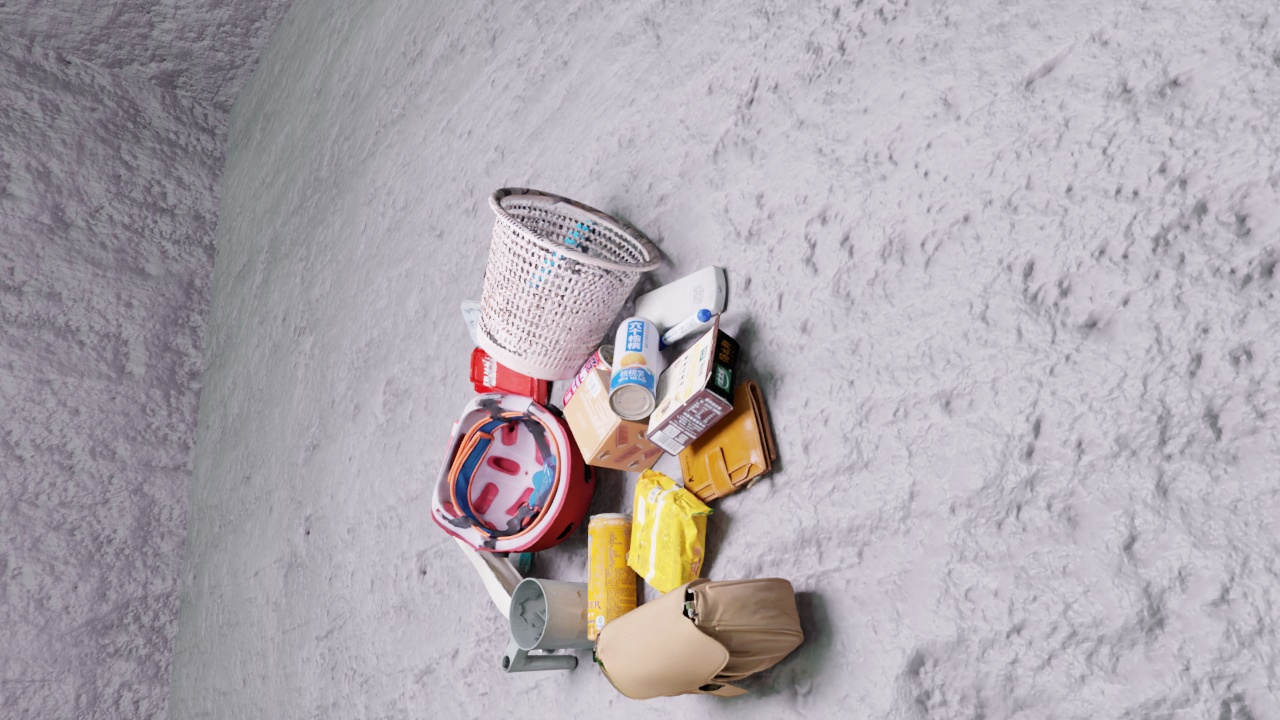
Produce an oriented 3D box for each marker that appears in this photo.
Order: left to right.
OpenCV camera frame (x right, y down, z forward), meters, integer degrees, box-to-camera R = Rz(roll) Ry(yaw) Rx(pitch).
[{"bbox_3d":[0.048,-0.036,1.076,0.146,0.017,0.017,146,129,-67],"label":"marker"}]

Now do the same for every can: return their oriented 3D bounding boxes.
[{"bbox_3d":[-0.051,0.033,1.178,0.094,0.066,0.066,-54,43,27],"label":"can"},{"bbox_3d":[-0.034,0.259,1.092,0.058,0.058,0.145,-21,63,47],"label":"can"},{"bbox_3d":[-0.006,0.006,1.072,0.053,0.053,0.134,-47,22,32],"label":"can"}]

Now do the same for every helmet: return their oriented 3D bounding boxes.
[{"bbox_3d":[-0.142,0.157,1.197,0.240,0.143,0.207,15,85,39],"label":"helmet"}]

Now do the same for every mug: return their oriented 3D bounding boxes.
[{"bbox_3d":[-0.103,0.327,1.123,0.084,0.103,0.124,40,111,49],"label":"mug"}]

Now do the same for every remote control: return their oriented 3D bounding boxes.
[{"bbox_3d":[0.047,-0.069,1.123,0.150,0.021,0.058,-19,64,48],"label":"remote control"}]

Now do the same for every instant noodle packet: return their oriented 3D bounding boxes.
[{"bbox_3d":[0.032,0.195,1.024,0.111,0.044,0.128,30,119,45],"label":"instant noodle packet"}]

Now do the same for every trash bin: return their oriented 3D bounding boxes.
[{"bbox_3d":[-0.113,-0.090,1.180,0.227,0.227,0.192,49,123,47],"label":"trash bin"}]

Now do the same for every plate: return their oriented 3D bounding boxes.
[{"bbox_3d":[-0.181,0.301,1.227,0.034,0.164,0.164,-36,27,-21],"label":"plate"}]

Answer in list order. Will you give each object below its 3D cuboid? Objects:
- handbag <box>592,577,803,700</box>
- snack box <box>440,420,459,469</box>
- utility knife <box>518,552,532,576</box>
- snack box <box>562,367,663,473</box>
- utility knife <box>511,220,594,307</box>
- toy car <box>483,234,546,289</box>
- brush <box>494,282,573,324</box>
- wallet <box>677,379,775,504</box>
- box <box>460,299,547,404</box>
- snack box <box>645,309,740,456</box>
[{"bbox_3d":[0.057,0.276,0.899,0.205,0.147,0.099,-41,48,43],"label":"handbag"},{"bbox_3d":[-0.228,0.158,1.324,0.044,0.113,0.127,24,97,51],"label":"snack box"},{"bbox_3d":[-0.158,0.216,1.300,0.029,0.013,0.178,-11,70,48],"label":"utility knife"},{"bbox_3d":[-0.025,0.074,1.109,0.077,0.094,0.092,-54,43,26],"label":"snack box"},{"bbox_3d":[-0.141,-0.122,1.301,0.207,0.018,0.034,-49,31,-14],"label":"utility knife"},{"bbox_3d":[-0.199,-0.148,1.441,0.159,0.042,0.070,-23,61,45],"label":"toy car"},{"bbox_3d":[-0.160,-0.082,1.348,0.146,0.073,0.063,9,85,51],"label":"brush"},{"bbox_3d":[0.092,0.101,1.009,0.131,0.035,0.119,-37,49,43],"label":"wallet"},{"bbox_3d":[-0.208,-0.010,1.377,0.201,0.049,0.161,13,114,53],"label":"box"},{"bbox_3d":[0.063,0.026,1.014,0.126,0.053,0.113,-42,22,36],"label":"snack box"}]
